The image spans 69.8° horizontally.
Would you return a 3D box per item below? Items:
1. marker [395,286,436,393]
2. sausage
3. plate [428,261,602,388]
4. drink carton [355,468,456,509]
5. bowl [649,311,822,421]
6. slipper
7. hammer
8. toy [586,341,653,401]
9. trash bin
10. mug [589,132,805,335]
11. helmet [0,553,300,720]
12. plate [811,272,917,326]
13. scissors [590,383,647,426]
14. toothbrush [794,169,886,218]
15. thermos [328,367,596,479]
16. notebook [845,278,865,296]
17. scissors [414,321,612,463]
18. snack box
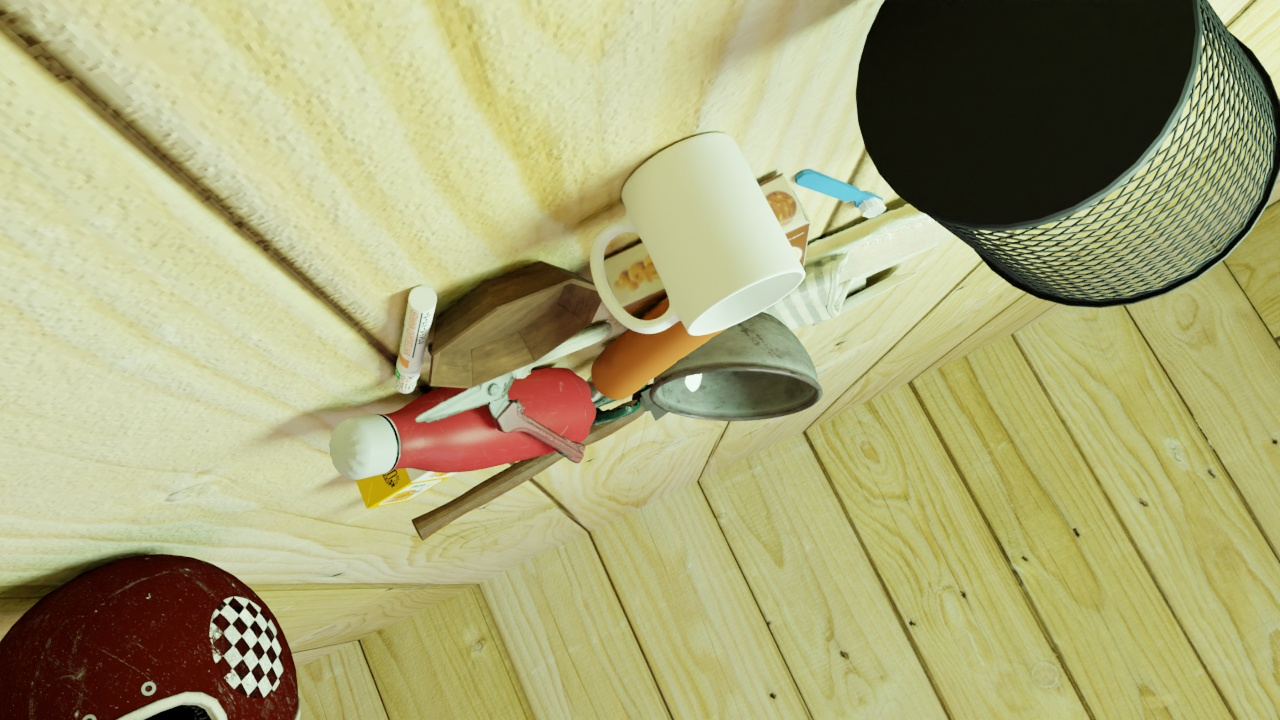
[{"bbox_3d":[-0.146,-0.009,0.588,0.017,0.017,0.146,-20,166,-24],"label":"marker"},{"bbox_3d":[0.019,-0.017,0.626,0.044,0.039,0.165,-8,160,-44],"label":"sausage"},{"bbox_3d":[-0.086,-0.025,0.605,0.131,0.025,0.131,-27,166,-7],"label":"plate"},{"bbox_3d":[-0.195,0.089,0.836,0.123,0.040,0.058,-31,166,23],"label":"drink carton"},{"bbox_3d":[0.081,0.001,0.786,0.145,0.067,0.145,1,160,0],"label":"bowl"},{"bbox_3d":[0.170,-0.074,0.836,0.273,0.054,0.114,-25,164,3],"label":"slipper"},{"bbox_3d":[-0.093,0.100,0.983,0.322,0.033,0.115,-28,-177,-19],"label":"hammer"},{"bbox_3d":[-0.005,0.005,0.875,0.079,0.038,0.122,-43,158,30],"label":"toy"},{"bbox_3d":[0.224,-0.128,0.485,0.185,0.184,0.209,-33,160,32],"label":"trash bin"},{"bbox_3d":[0.025,-0.063,0.529,0.110,0.090,0.073,-28,167,10],"label":"mug"},{"bbox_3d":[-0.410,0.293,0.756,0.234,0.253,0.233,-24,-167,18],"label":"helmet"},{"bbox_3d":[0.260,-0.075,1.079,0.134,0.011,0.134,-27,178,-1],"label":"plate"},{"bbox_3d":[-0.039,0.045,0.912,0.202,0.015,0.204,-15,-172,45],"label":"scissors"},{"bbox_3d":[0.155,-0.126,0.702,0.016,0.014,0.166,-32,165,29],"label":"toothbrush"},{"bbox_3d":[-0.136,0.052,0.726,0.073,0.073,0.239,-34,164,35],"label":"thermos"},{"bbox_3d":[0.168,-0.067,0.971,0.153,0.012,0.208,-27,167,9],"label":"notebook"},{"bbox_3d":[-0.083,0.019,0.707,0.179,0.015,0.199,-53,138,-25],"label":"scissors"},{"bbox_3d":[0.050,-0.066,0.677,0.143,0.041,0.147,-26,168,4],"label":"snack box"}]
